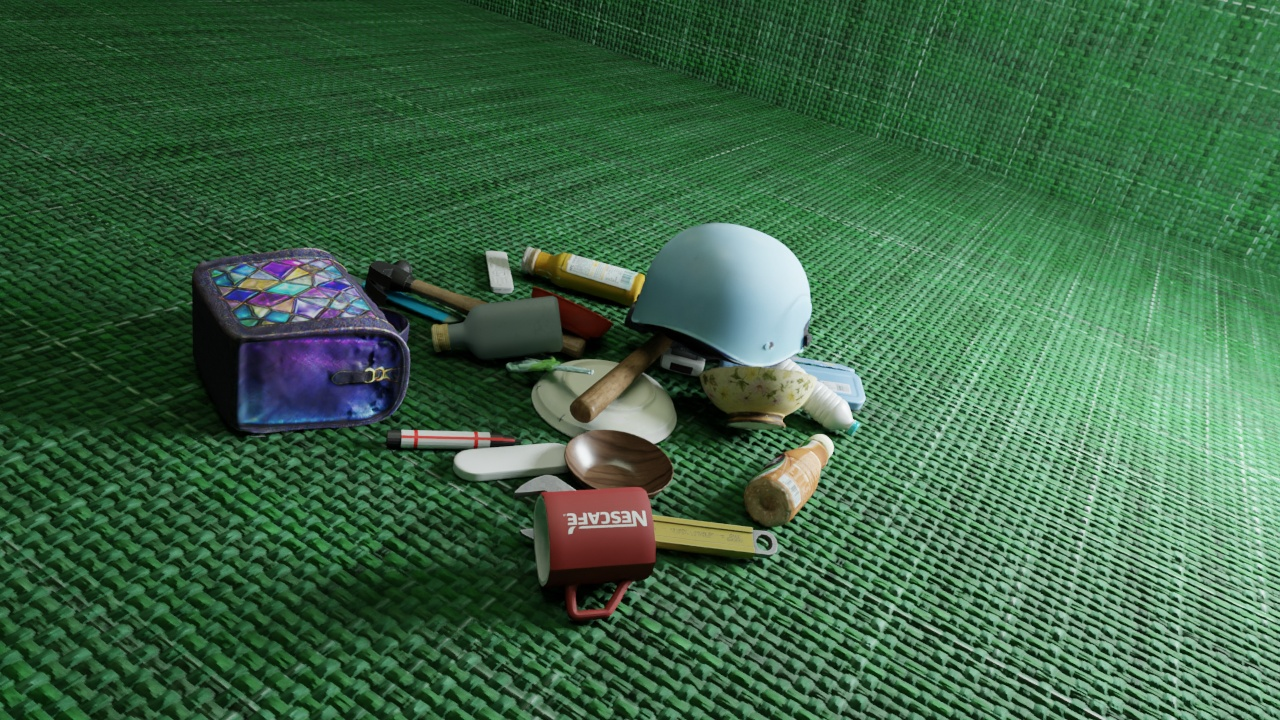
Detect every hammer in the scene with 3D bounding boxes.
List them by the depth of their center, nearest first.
[{"bbox_3d":[-0.007,0.007,1.131,0.129,0.040,0.320,26,27,12],"label":"hammer"},{"bbox_3d":[-0.220,-0.067,1.232,0.305,0.040,0.132,21,16,5],"label":"hammer"}]

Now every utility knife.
[{"bbox_3d":[-0.335,-0.087,1.259,0.198,0.015,0.031,24,25,13],"label":"utility knife"}]

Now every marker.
[{"bbox_3d":[-0.200,0.086,0.995,0.145,0.019,0.019,3,30,-18],"label":"marker"}]

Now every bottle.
[{"bbox_3d":[0.175,0.128,1.038,0.059,0.059,0.166,26,31,23],"label":"bottle"},{"bbox_3d":[-0.182,-0.038,1.167,0.161,0.072,0.046,-7,2,-7],"label":"bottle"},{"bbox_3d":[0.227,0.049,1.203,0.136,0.044,0.044,38,35,15],"label":"bottle"},{"bbox_3d":[-0.089,-0.130,1.403,0.186,0.053,0.053,16,28,5],"label":"bottle"}]

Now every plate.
[{"bbox_3d":[-0.041,0.042,1.129,0.182,0.034,0.182,10,28,-6],"label":"plate"}]

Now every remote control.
[{"bbox_3d":[-0.134,0.109,0.989,0.136,0.013,0.043,-2,32,-27],"label":"remote control"},{"bbox_3d":[0.065,-0.020,1.297,0.060,0.025,0.138,15,28,2],"label":"remote control"},{"bbox_3d":[-0.217,-0.136,1.401,0.033,0.012,0.130,2,30,-15],"label":"remote control"}]

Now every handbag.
[{"bbox_3d":[-0.365,-0.026,1.020,0.221,0.126,0.205,-8,35,-37],"label":"handbag"}]

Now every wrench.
[{"bbox_3d":[0.008,0.166,0.917,0.273,0.018,0.083,8,56,-12],"label":"wrench"}]

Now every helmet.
[{"bbox_3d":[0.123,-0.089,1.191,0.225,0.167,0.265,25,13,23],"label":"helmet"}]

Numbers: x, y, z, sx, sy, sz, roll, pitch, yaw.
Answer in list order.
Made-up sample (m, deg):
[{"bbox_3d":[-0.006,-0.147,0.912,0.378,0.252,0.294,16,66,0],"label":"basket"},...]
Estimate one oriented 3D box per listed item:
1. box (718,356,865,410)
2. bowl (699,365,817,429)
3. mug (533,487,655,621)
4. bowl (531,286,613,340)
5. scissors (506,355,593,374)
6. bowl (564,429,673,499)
[{"bbox_3d":[0.205,0.013,1.285,0.209,0.039,0.126,9,29,-11],"label":"box"},{"bbox_3d":[0.144,0.050,1.131,0.145,0.063,0.145,3,-10,0],"label":"bowl"},{"bbox_3d":[-0.042,0.177,0.838,0.096,0.081,0.116,-1,67,-16],"label":"mug"},{"bbox_3d":[-0.099,-0.059,1.251,0.122,0.035,0.122,24,-2,1],"label":"bowl"},{"bbox_3d":[-0.105,0.007,1.110,0.064,0.033,0.174,-10,13,-33],"label":"scissors"},{"bbox_3d":[-0.026,0.122,0.992,0.119,0.032,0.119,10,28,-6],"label":"bowl"}]
